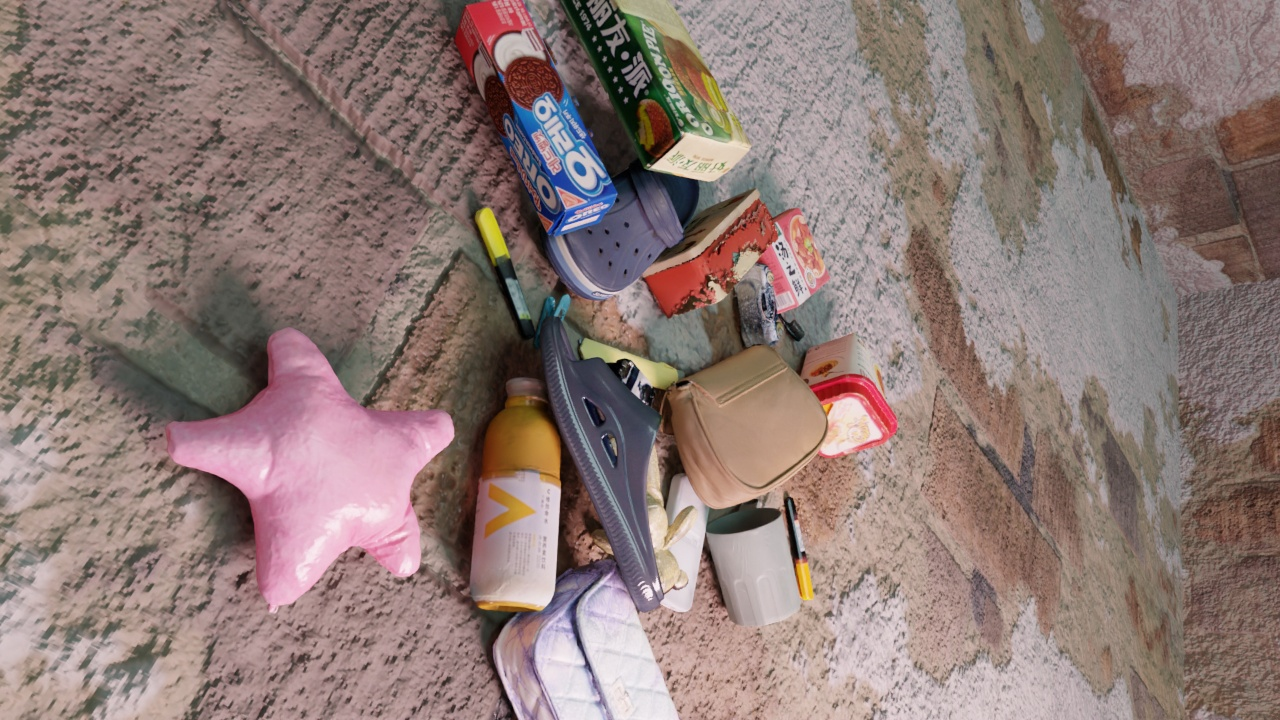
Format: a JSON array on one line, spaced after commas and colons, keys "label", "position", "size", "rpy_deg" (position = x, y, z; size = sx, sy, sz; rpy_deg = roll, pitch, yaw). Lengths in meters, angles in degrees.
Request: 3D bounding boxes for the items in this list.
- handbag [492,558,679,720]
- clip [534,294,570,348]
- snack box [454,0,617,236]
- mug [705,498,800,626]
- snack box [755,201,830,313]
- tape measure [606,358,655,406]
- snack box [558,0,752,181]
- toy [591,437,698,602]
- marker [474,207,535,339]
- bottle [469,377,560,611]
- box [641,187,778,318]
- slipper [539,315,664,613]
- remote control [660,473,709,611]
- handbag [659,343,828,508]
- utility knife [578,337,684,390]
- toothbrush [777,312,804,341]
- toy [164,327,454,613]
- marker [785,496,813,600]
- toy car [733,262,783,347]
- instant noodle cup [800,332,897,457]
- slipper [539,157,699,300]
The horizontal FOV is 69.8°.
[{"label": "handbag", "position": [-0.036, 0.285, 0.781], "size": [0.133, 0.076, 0.194], "rpy_deg": [-34, 107, -50]}, {"label": "clip", "position": [-0.084, -0.036, 0.850], "size": [0.013, 0.038, 0.055], "rpy_deg": [35, 65, -38]}, {"label": "snack box", "position": [-0.093, -0.216, 0.810], "size": [0.058, 0.057, 0.207], "rpy_deg": [-23, 85, -27]}, {"label": "mug", "position": [0.125, 0.215, 0.993], "size": [0.123, 0.084, 0.103], "rpy_deg": [-28, 104, -74]}, {"label": "snack box", "position": [0.175, -0.135, 1.142], "size": [0.113, 0.044, 0.127], "rpy_deg": [-37, 103, -50]}, {"label": "tape measure", "position": [-0.022, 0.033, 0.868], "size": [0.066, 0.066, 0.033], "rpy_deg": [48, 46, -28]}, {"label": "snack box", "position": [0.012, -0.298, 0.933], "size": [0.114, 0.063, 0.240], "rpy_deg": [-4, 62, -49]}, {"label": "toy", "position": [0.000, 0.148, 0.876], "size": [0.105, 0.066, 0.157], "rpy_deg": [-10, 83, -17]}, {"label": "marker", "position": [-0.121, -0.076, 0.823], "size": [0.018, 0.015, 0.124], "rpy_deg": [-34, 109, -47]}, {"label": "bottle", "position": [-0.100, 0.108, 0.757], "size": [0.068, 0.068, 0.189], "rpy_deg": [23, 61, -44]}, {"label": "box", "position": [0.084, -0.113, 1.007], "size": [0.079, 0.092, 0.167], "rpy_deg": [59, 44, -16]}, {"label": "slipper", "position": [-0.014, 0.081, 0.798], "size": [0.110, 0.083, 0.268], "rpy_deg": [-177, -113, -88]}, {"label": "remote control", "position": [0.041, 0.185, 0.938], "size": [0.056, 0.020, 0.135], "rpy_deg": [36, 55, -38]}, {"label": "handbag", "position": [0.108, 0.070, 0.988], "size": [0.203, 0.100, 0.147], "rpy_deg": [-22, 82, -49]}, {"label": "utility knife", "position": [-0.006, 0.005, 0.933], "size": [0.151, 0.018, 0.031], "rpy_deg": [23, 59, -46]}, {"label": "toothbrush", "position": [0.155, -0.092, 1.145], "size": [0.189, 0.017, 0.014], "rpy_deg": [51, 37, -26]}, {"label": "toy", "position": [-0.223, 0.079, 0.620], "size": [0.194, 0.075, 0.178], "rpy_deg": [34, 59, -36]}, {"label": "marker", "position": [0.190, 0.226, 1.106], "size": [0.018, 0.015, 0.123], "rpy_deg": [0, 78, -51]}, {"label": "toy car", "position": [0.137, -0.065, 1.090], "size": [0.031, 0.049, 0.105], "rpy_deg": [-2, 81, -51]}, {"label": "instant noodle cup", "position": [0.255, 0.040, 1.162], "size": [0.116, 0.117, 0.124], "rpy_deg": [51, 35, -28]}, {"label": "slipper", "position": [0.002, -0.144, 0.921], "size": [0.252, 0.095, 0.105], "rpy_deg": [-45, 112, -47]}]
